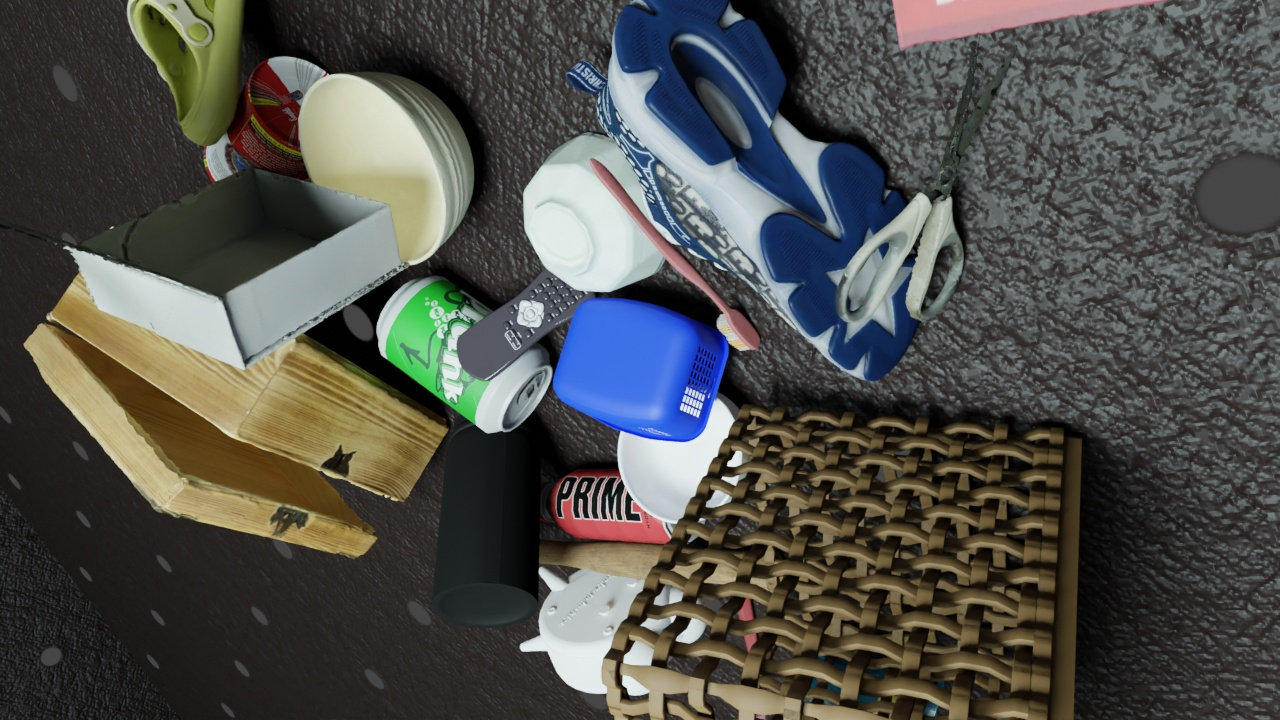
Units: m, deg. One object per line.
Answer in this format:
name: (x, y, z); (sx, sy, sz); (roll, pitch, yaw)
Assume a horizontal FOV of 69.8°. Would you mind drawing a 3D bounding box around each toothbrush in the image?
toothbrush: (0.024, -0.068, 0.621); (0.016, 0.015, 0.184); (-11, 133, 46)
toothbrush: (0.099, 0.260, 0.834); (0.016, 0.016, 0.190); (8, 124, 35)

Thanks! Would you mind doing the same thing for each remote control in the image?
remote control: (-0.093, -0.031, 0.727); (0.124, 0.009, 0.046); (-36, 81, 7)

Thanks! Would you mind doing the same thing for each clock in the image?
clock: (-0.027, 0.233, 0.834); (0.161, 0.125, 0.073); (5, 122, 42)

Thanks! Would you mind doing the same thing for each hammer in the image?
hammer: (-0.024, 0.180, 0.818); (0.306, 0.132, 0.040); (-2, 121, 29)

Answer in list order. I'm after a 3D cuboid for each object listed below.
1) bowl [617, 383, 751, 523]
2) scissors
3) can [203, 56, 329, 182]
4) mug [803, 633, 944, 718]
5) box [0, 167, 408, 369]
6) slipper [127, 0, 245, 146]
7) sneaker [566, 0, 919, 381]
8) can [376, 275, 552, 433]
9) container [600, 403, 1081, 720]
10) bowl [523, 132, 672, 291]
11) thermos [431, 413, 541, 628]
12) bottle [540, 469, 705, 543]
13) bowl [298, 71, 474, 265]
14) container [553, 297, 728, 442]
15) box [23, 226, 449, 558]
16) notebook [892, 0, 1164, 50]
bowl: (0.040, 0.070, 0.704); (0.105, 0.054, 0.105); (-1, 87, 30)
scissors: (0.166, -0.086, 0.510); (0.154, 0.163, 0.012); (42, -179, -45)
can: (-0.311, -0.190, 0.784); (0.117, 0.086, 0.086); (-25, 102, 45)
mug: (0.168, 0.272, 0.721); (0.107, 0.113, 0.083); (21, 118, 29)
box: (-0.367, -0.055, 0.552); (0.166, 0.477, 0.119); (17, 107, 25)
slipper: (-0.366, -0.266, 0.732); (0.092, 0.081, 0.190); (-17, 74, 49)
sneaker: (0.062, -0.095, 0.570); (0.269, 0.103, 0.133); (48, 160, -16)
can: (-0.151, -0.006, 0.791); (0.140, 0.087, 0.088); (34, 135, 14)
container: (0.142, 0.189, 0.560); (0.214, 0.250, 0.220); (3, 122, 25)
bowl: (-0.040, -0.098, 0.659); (0.117, 0.061, 0.118); (21, 130, 27)
thermos: (-0.131, 0.123, 0.805); (0.086, 0.198, 0.086); (-2, 141, -2)
bottle: (-0.029, 0.126, 0.806); (0.177, 0.062, 0.062); (-6, 116, 40)
bowl: (-0.186, -0.158, 0.719); (0.151, 0.075, 0.151); (20, 131, 25)
container: (-0.004, 0.004, 0.670); (0.114, 0.058, 0.096); (14, 84, 31)
box: (-0.360, 0.034, 0.840); (0.245, 0.168, 0.279); (30, 173, 22)
notebook: (0.206, -0.232, 0.408); (0.209, 0.012, 0.153); (2, 121, 37)
